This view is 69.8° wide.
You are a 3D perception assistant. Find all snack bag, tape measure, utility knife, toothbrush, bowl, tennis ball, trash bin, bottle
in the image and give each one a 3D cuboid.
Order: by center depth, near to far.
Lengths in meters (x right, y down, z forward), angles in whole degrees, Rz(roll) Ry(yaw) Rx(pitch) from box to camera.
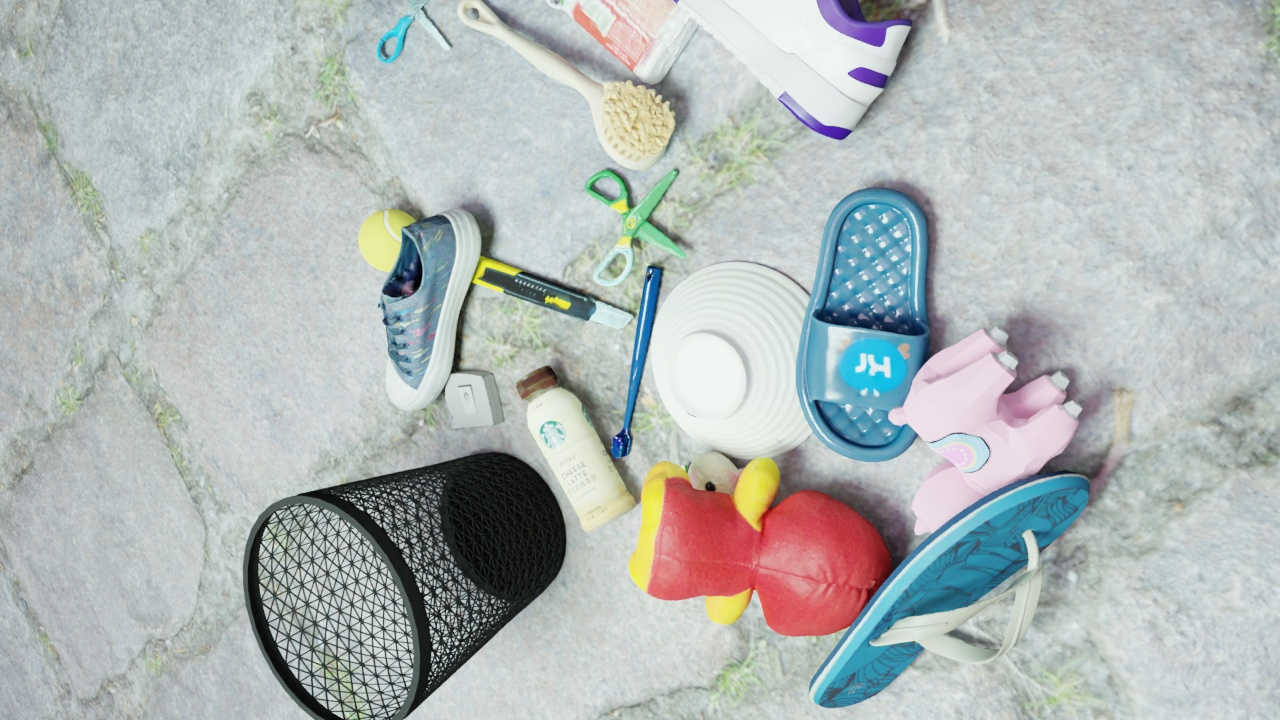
[{"bbox_3d":[-0.008,-0.299,0.779,0.116,0.036,0.077,46,119,15],"label":"snack bag"},{"bbox_3d":[0.070,0.008,0.779,0.177,0.070,0.177,8,105,30],"label":"bowl"},{"bbox_3d":[-0.005,0.005,0.855,0.016,0.017,0.190,19,110,25],"label":"toothbrush"},{"bbox_3d":[-0.207,0.199,0.885,0.217,0.242,0.217,7,104,30],"label":"trash bin"},{"bbox_3d":[-0.066,0.083,0.886,0.057,0.056,0.162,-33,83,32],"label":"bottle"},{"bbox_3d":[-0.093,-0.066,0.893,0.203,0.020,0.029,19,112,25],"label":"utility knife"},{"bbox_3d":[-0.258,-0.124,0.952,0.065,0.065,0.065,7,104,30],"label":"tennis ball"},{"bbox_3d":[-0.178,0.042,0.966,0.060,0.020,0.062,-7,97,32],"label":"tape measure"}]

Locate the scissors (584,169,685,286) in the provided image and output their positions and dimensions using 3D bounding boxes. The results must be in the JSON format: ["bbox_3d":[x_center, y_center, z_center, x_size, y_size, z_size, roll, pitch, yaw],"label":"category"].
[{"bbox_3d":[-0.009,-0.121,0.825,0.125,0.011,0.132,38,110,24],"label":"scissors"}]

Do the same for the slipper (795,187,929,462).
[{"bbox_3d":[0.172,-0.025,0.707,0.104,0.059,0.214,3,98,15],"label":"slipper"}]

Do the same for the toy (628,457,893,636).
[{"bbox_3d":[0.100,0.161,0.755,0.216,0.098,0.148,11,111,7],"label":"toy"}]

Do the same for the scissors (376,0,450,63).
[{"bbox_3d":[-0.232,-0.356,0.916,0.128,0.014,0.133,-23,87,33],"label":"scissors"}]

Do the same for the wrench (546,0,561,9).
[{"bbox_3d":[-0.003,-0.413,0.766,0.047,0.009,0.274,48,120,13],"label":"wrench"}]

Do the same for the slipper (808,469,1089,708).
[{"bbox_3d":[0.231,0.196,0.698,0.296,0.118,0.060,-59,34,31],"label":"slipper"}]

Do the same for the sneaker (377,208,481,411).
[{"bbox_3d":[-0.233,-0.048,0.932,0.087,0.079,0.236,43,125,32],"label":"sneaker"}]

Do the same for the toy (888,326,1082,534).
[{"bbox_3d":[0.242,0.061,0.678,0.123,0.067,0.158,33,120,-7],"label":"toy"}]

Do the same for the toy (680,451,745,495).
[{"bbox_3d":[0.063,0.124,0.825,0.112,0.050,0.087,7,105,25],"label":"toy"}]

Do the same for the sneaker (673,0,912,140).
[{"bbox_3d":[0.101,-0.286,0.687,0.244,0.091,0.111,48,120,9],"label":"sneaker"}]

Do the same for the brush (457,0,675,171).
[{"bbox_3d":[-0.074,-0.258,0.818,0.272,0.062,0.077,41,156,23],"label":"brush"}]
